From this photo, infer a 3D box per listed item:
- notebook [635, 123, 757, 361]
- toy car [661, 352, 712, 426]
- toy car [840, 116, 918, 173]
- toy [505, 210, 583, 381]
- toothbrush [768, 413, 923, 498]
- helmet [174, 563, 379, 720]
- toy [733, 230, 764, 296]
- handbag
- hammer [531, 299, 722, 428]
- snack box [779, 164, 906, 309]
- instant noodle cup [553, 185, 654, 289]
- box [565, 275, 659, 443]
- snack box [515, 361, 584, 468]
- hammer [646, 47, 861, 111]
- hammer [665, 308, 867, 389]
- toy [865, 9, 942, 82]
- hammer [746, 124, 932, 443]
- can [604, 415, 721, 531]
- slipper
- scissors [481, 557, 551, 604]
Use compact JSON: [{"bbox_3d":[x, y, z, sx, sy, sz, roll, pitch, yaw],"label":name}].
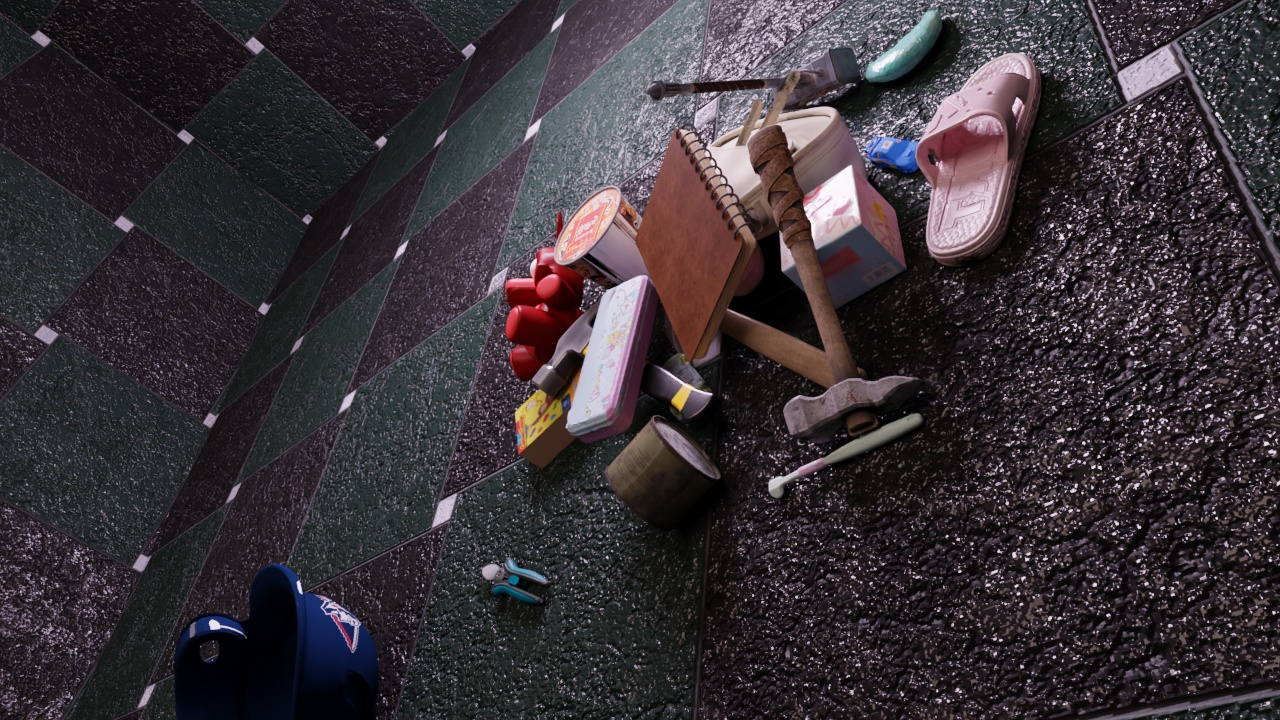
[{"bbox_3d":[0.055,-0.132,0.989,0.225,0.024,0.168,-111,33,-44],"label":"notebook"},{"bbox_3d":[0.050,0.032,1.001,0.048,0.033,0.105,-45,32,10],"label":"toy car"},{"bbox_3d":[0.251,-0.232,0.962,0.033,0.062,0.092,-53,30,1],"label":"toy car"},{"bbox_3d":[-0.128,-0.083,1.270,0.159,0.120,0.196,91,-177,-62],"label":"toy"},{"bbox_3d":[0.175,0.082,0.791,0.155,0.015,0.022,-32,38,32],"label":"toothbrush"},{"bbox_3d":[-0.430,0.380,1.119,0.232,0.222,0.273,42,125,46],"label":"helmet"},{"bbox_3d":[0.100,-0.102,1.058,0.105,0.053,0.108,-48,30,33],"label":"toy"},{"bbox_3d":[0.119,-0.220,1.030,0.184,0.132,0.229,-36,22,-8],"label":"handbag"},{"bbox_3d":[-0.006,0.006,1.042,0.169,0.034,0.325,-52,32,-6],"label":"hammer"},{"bbox_3d":[0.196,-0.119,0.904,0.093,0.079,0.094,-31,36,34],"label":"snack box"},{"bbox_3d":[-0.027,-0.142,1.202,0.124,0.121,0.123,-35,34,29],"label":"instant noodle cup"},{"bbox_3d":[-0.029,-0.006,1.024,0.077,0.033,0.213,-20,41,34],"label":"box"},{"bbox_3d":[-0.102,0.063,1.177,0.126,0.040,0.088,-43,31,18],"label":"snack box"},{"bbox_3d":[0.121,-0.313,1.041,0.321,0.044,0.099,-19,3,-42],"label":"hammer"},{"bbox_3d":[0.119,-0.028,0.950,0.331,0.030,0.119,32,116,53],"label":"hammer"},{"bbox_3d":[0.304,-0.356,1.051,0.105,0.033,0.084,-40,21,23],"label":"toy"},{"bbox_3d":[0.156,-0.082,0.834,0.122,0.048,0.318,-29,61,31],"label":"hammer"},{"bbox_3d":[0.021,0.111,0.902,0.075,0.090,0.090,-48,30,11],"label":"can"},{"bbox_3d":[0.304,-0.198,0.851,0.094,0.064,0.238,-13,50,49],"label":"slipper"},{"bbox_3d":[-0.151,0.261,1.062,0.137,0.019,0.137,-37,34,25],"label":"scissors"}]
